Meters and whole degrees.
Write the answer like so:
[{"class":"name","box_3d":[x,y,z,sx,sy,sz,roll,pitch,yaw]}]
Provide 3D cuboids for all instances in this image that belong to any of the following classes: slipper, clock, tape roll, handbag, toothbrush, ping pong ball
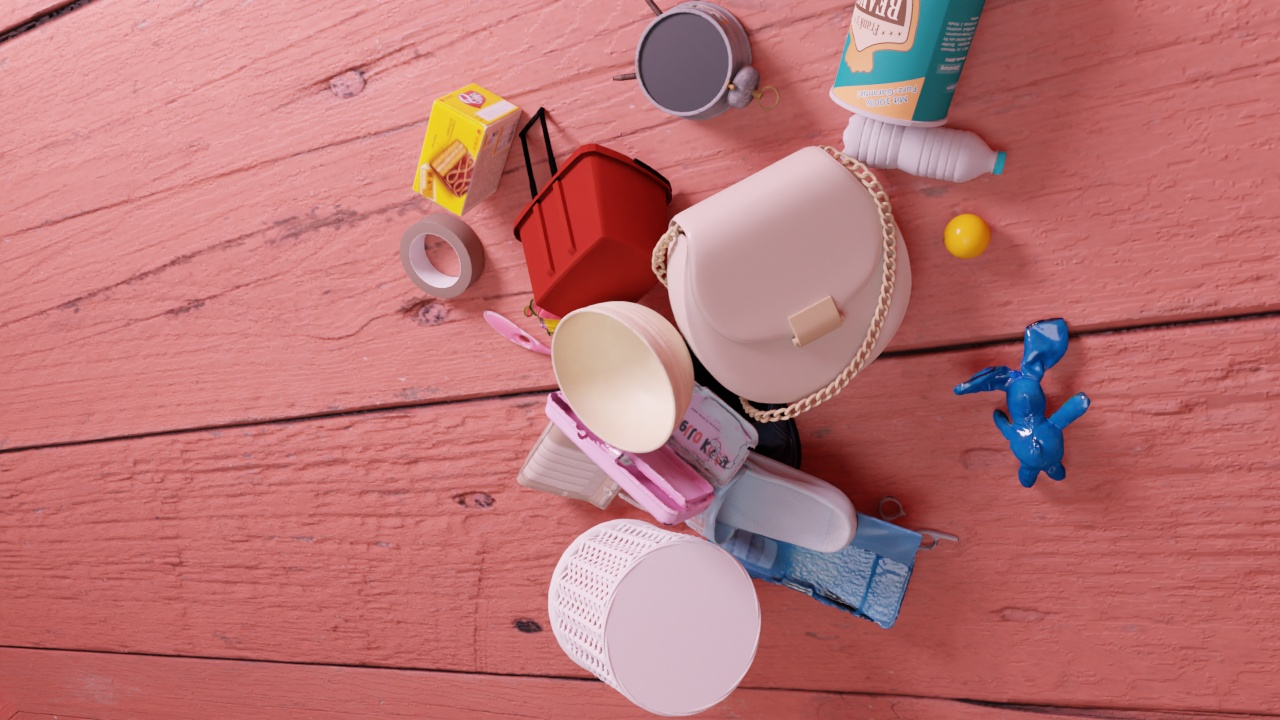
[{"class":"slipper","box_3d":[0.102,0.147,0.959,0.246,0.074,0.104,15,128,20]},{"class":"clock","box_3d":[0.058,-0.263,0.828,0.148,0.056,0.104,29,117,11]},{"class":"tape roll","box_3d":[-0.227,-0.119,1.050,0.094,0.030,0.094,11,122,18]},{"class":"handbag","box_3d":[0.133,-0.072,0.844,0.210,0.103,0.209,-28,114,-2]},{"class":"toothbrush","box_3d":[-0.127,-0.022,1.072,0.135,0.016,0.022,29,125,5]},{"class":"ping pong ball","box_3d":[0.293,-0.111,0.824,0.040,0.040,0.040,11,122,18]},{"class":"handbag","box_3d":[-0.021,0.121,1.097,0.198,0.062,0.176,30,126,-6]},{"class":"slipper","box_3d":[0.097,0.047,0.974,0.109,0.083,0.266,-4,120,23]}]

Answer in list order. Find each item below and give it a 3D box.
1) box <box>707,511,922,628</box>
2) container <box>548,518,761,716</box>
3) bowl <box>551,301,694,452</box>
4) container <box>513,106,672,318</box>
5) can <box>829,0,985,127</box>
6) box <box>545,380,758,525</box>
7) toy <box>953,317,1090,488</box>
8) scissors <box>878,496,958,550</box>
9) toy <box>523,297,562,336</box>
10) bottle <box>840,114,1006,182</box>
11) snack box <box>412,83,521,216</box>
[{"class":"box","box_3d":[0.191,0.196,1.028,0.232,0.060,0.176,19,132,18]},{"class":"container","box_3d":[0.011,0.284,1.041,0.189,0.189,0.187,52,161,-11]},{"class":"bowl","box_3d":[-0.005,0.005,0.874,0.151,0.075,0.151,25,133,31]},{"class":"container","box_3d":[-0.052,-0.149,0.920,0.127,0.200,0.148,20,135,-34]},{"class":"can","box_3d":[0.218,-0.272,0.727,0.099,0.099,0.144,19,124,13]},{"class":"box","box_3d":[0.009,0.061,0.934,0.201,0.110,0.102,40,122,30]},{"class":"toy","box_3d":[0.365,0.055,0.876,0.113,0.070,0.176,-13,112,17]},{"class":"scissors","box_3d":[0.271,0.212,1.038,0.131,0.014,0.153,28,123,6]},{"class":"toy","box_3d":[-0.074,-0.054,1.012,0.104,0.046,0.084,-29,117,24]},{"class":"bottle","box_3d":[0.246,-0.183,0.800,0.136,0.044,0.044,14,123,16]},{"class":"snack box","box_3d":[-0.178,-0.216,0.940,0.061,0.083,0.106,29,125,5]}]
